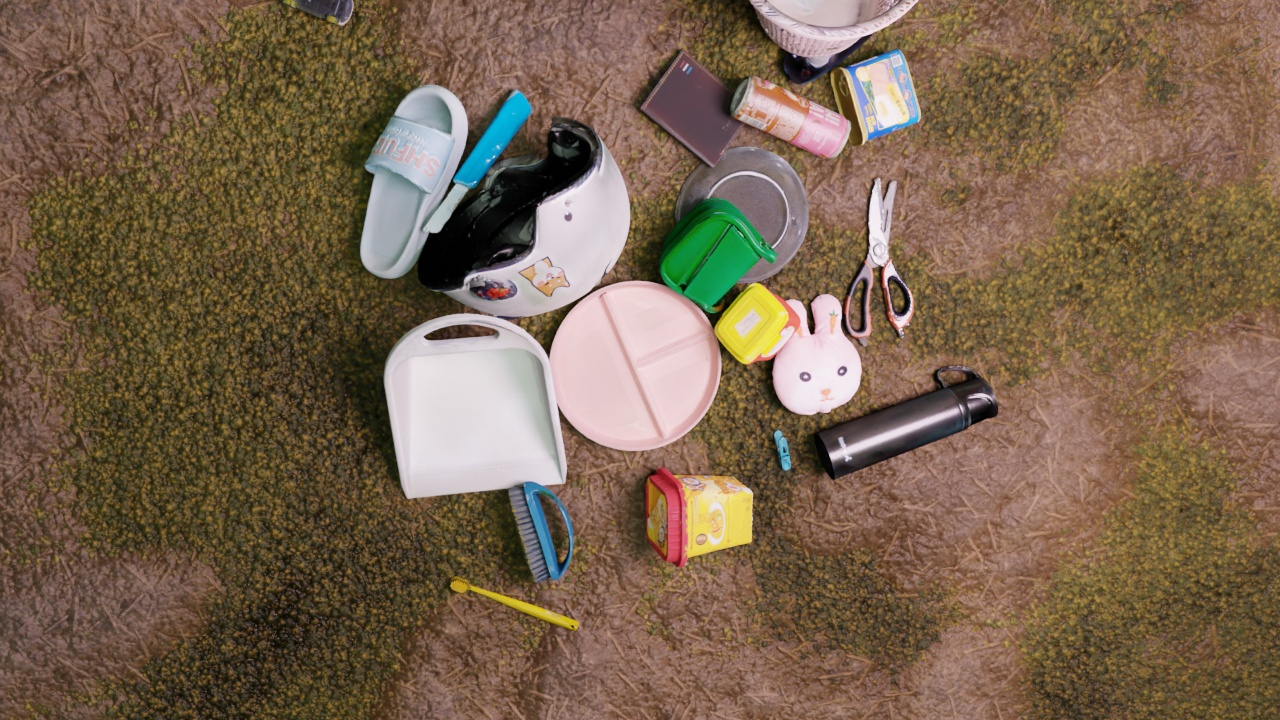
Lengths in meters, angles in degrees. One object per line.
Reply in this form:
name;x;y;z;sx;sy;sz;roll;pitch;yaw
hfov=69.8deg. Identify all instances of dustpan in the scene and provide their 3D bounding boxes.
dustpan;-0.212;0.062;1.159;0.222;0.142;0.258;-5;100;-5

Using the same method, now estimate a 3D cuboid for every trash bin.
trash bin;0.213;-0.454;1.062;0.227;0.192;0.227;0;90;4

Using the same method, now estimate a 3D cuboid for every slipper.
slipper;-0.292;-0.218;1.115;0.104;0.074;0.245;26;102;23

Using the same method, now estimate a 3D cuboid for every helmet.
helmet;-0.119;-0.145;1.099;0.275;0.229;0.157;-33;125;25

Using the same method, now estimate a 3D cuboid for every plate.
plate;-0.007;0.007;1.225;0.229;0.028;0.229;-1;102;-6
plate;0.136;-0.190;1.204;0.179;0.024;0.179;-1;100;-6

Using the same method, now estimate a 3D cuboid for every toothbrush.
toothbrush;-0.175;0.340;1.276;0.190;0.016;0.016;23;98;-9

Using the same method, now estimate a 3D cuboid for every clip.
clip;0.197;0.126;1.271;0.013;0.038;0.055;-14;112;-2

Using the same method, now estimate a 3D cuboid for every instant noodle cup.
instant noodle cup;0.080;0.206;1.234;0.123;0.116;0.116;-3;101;-17

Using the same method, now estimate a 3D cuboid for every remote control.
remote control;0.242;-0.404;1.173;0.136;0.024;0.053;-36;98;3

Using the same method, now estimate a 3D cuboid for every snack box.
snack box;0.158;-0.044;1.193;0.091;0.080;0.082;-50;61;20

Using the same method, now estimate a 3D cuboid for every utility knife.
utility knife;-0.201;-0.242;1.130;0.034;0.018;0.216;36;76;-15

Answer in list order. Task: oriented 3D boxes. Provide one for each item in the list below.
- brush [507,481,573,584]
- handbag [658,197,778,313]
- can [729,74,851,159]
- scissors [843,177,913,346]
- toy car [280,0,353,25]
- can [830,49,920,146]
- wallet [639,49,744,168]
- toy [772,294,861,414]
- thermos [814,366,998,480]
brush;-0.129;0.229;1.240;0.073;0.055;0.144;-16;102;-2
handbag;0.094;-0.132;1.174;0.120;0.067;0.132;38;115;-19
can;0.190;-0.308;1.163;0.147;0.058;0.058;20;98;-15
scissors;0.331;-0.130;1.240;0.204;0.015;0.202;42;94;-10
toy car;-0.389;-0.434;1.100;0.090;0.035;0.042;20;99;-9
can;0.302;-0.337;1.176;0.083;0.057;0.102;-21;102;-4
wallet;0.073;-0.321;1.172;0.122;0.020;0.096;37;87;-11
toy;0.233;-0.007;1.236;0.121;0.054;0.159;-11;94;-4
thermos;0.360;0.081;1.263;0.242;0.068;0.090;-21;70;-3
